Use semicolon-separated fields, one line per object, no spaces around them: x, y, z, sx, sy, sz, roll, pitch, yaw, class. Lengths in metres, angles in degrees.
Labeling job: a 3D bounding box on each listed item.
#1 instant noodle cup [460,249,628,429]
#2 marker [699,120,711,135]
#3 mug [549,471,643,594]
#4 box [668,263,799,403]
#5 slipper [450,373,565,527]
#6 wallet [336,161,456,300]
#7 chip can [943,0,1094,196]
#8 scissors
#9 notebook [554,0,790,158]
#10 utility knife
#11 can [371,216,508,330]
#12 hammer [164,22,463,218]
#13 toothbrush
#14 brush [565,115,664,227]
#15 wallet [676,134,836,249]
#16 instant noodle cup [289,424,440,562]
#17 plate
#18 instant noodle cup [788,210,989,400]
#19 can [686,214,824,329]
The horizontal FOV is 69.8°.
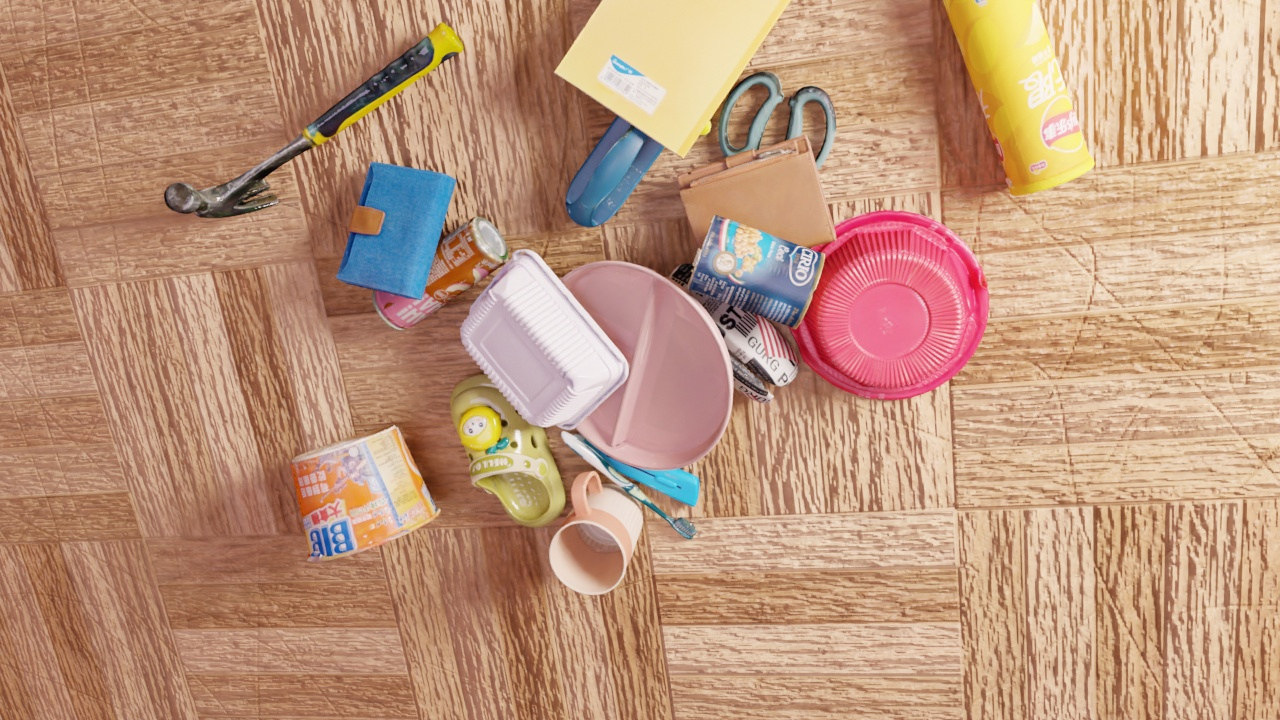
-0.111;-0.010;0.939;0.173;0.060;0.138;51;131;4;instant noodle cup
0.025;-0.268;0.886;0.018;0.015;0.124;-39;94;16;marker
-0.048;0.175;0.987;0.082;0.105;0.114;-11;104;15;mug
0.076;-0.018;0.932;0.163;0.076;0.088;41;132;-4;box
-0.146;0.106;1.002;0.092;0.081;0.190;-22;103;14;slipper
-0.251;-0.135;0.943;0.106;0.040;0.133;14;86;25;wallet
0.324;-0.254;0.797;0.072;0.072;0.213;-21;101;17;chip can
0.101;-0.196;0.889;0.130;0.019;0.186;36;109;-2;scissors
0.037;-0.310;0.840;0.146;0.010;0.206;34;92;0;notebook
-0.008;0.115;1.007;0.159;0.018;0.034;22;110;6;utility knife
-0.211;-0.091;0.967;0.147;0.057;0.058;-31;98;19;can
-0.319;-0.238;0.931;0.323;0.126;0.032;-31;91;8;hammer
-0.011;0.136;1.000;0.191;0.016;0.018;40;127;-12;toothbrush
-0.023;-0.190;0.889;0.055;0.073;0.144;37;109;-7;brush
0.110;-0.146;0.878;0.132;0.031;0.108;-15;111;18;wallet
-0.312;0.142;1.018;0.151;0.151;0.111;-16;94;16;instant noodle cup
-0.006;0.005;0.930;0.230;0.028;0.230;16;121;28;plate
0.237;-0.044;0.882;0.194;0.065;0.194;4;108;12;instant noodle cup
0.105;-0.083;0.852;0.111;0.075;0.075;20;109;1;can
